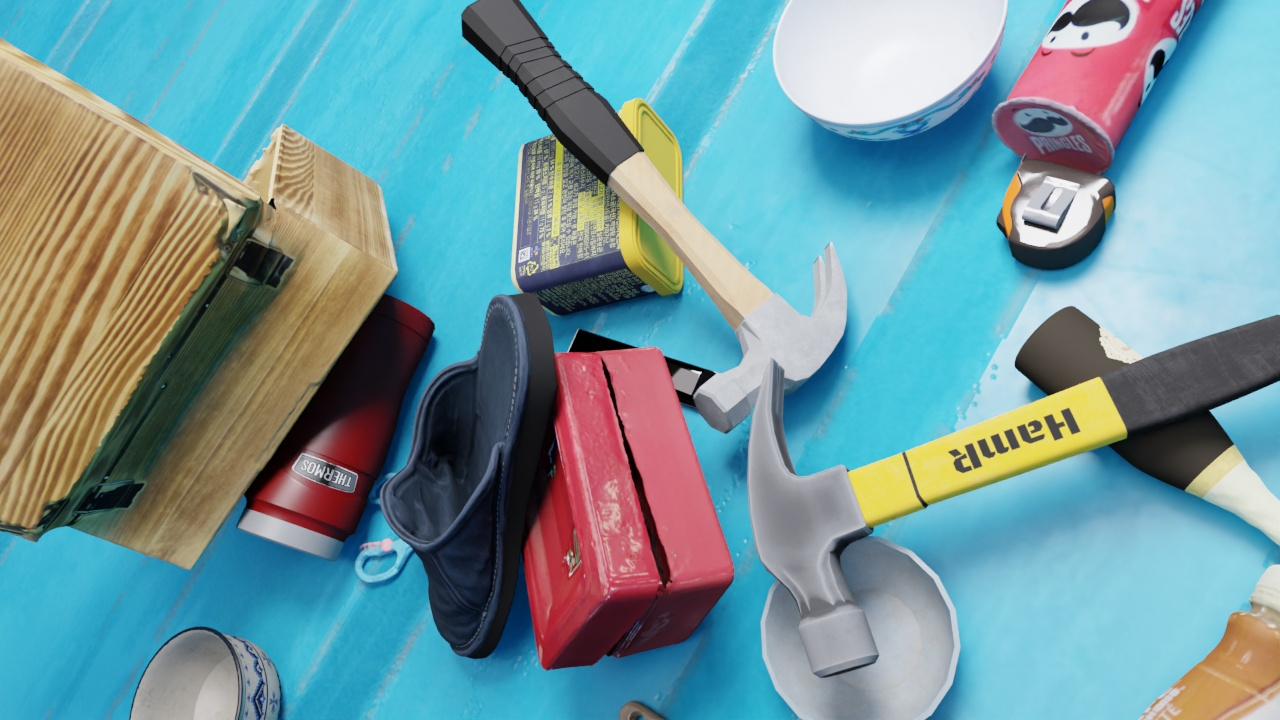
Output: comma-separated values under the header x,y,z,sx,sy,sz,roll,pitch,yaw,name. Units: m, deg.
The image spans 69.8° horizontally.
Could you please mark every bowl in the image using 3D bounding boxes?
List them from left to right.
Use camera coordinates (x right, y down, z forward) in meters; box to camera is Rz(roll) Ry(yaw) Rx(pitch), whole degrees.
x,y,z,sx,sy,sz,roll,pitch,yaw,name
-0.318,0.262,0.688,0.116,0.059,0.115,-11,65,25,bowl
0.123,0.152,0.504,0.106,0.039,0.106,-11,66,25,bowl
0.167,-0.197,0.599,0.144,0.074,0.143,-11,65,25,bowl

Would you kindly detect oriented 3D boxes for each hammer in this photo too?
x,y,z,sx,sy,sz,roll,pitch,yaw,name
0.000,-0.113,0.592,0.131,0.039,0.328,-38,81,-18,hammer
0.203,0.031,0.459,0.325,0.034,0.169,-24,64,18,hammer

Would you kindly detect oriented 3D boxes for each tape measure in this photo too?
x,y,z,sx,sy,sz,roll,pitch,yaw,name
0.240,-0.086,0.537,0.058,0.038,0.058,29,85,34,tape measure

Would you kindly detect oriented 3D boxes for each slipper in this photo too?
x,y,z,sx,sy,sz,roll,pitch,yaw,name
-0.119,0.078,0.563,0.109,0.083,0.266,-121,37,-46,slipper

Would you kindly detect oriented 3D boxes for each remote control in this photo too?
x,y,z,sx,sy,sz,roll,pitch,yaw,name
-0.004,0.004,0.650,0.124,0.011,0.028,18,80,33,remote control

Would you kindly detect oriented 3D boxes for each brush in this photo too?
x,y,z,sx,sy,sz,roll,pitch,yaw,name
0.048,0.236,0.527,0.151,0.012,0.039,20,81,33,brush

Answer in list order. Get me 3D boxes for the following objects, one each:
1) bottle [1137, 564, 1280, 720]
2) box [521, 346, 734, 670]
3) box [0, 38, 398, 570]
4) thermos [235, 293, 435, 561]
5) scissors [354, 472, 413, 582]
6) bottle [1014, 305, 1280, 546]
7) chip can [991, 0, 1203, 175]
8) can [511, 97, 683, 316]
x,y,z,sx,sy,sz,roll,pitch,yaw,name
0.258,0.170,0.411,0.059,0.059,0.167,30,86,34,bottle
-0.015,0.086,0.544,0.097,0.130,0.157,-2,58,-20,box
-0.382,-0.061,0.622,0.279,0.336,0.286,-51,32,10,box
-0.237,0.050,0.719,0.108,0.084,0.198,-15,52,62,thermos
-0.160,0.112,0.696,0.142,0.015,0.095,-20,60,14,scissors
0.275,0.046,0.461,0.045,0.045,0.184,-45,60,6,bottle
0.300,-0.226,0.542,0.073,0.073,0.233,29,85,34,chip can
-0.032,-0.108,0.674,0.105,0.075,0.135,-11,65,27,can
